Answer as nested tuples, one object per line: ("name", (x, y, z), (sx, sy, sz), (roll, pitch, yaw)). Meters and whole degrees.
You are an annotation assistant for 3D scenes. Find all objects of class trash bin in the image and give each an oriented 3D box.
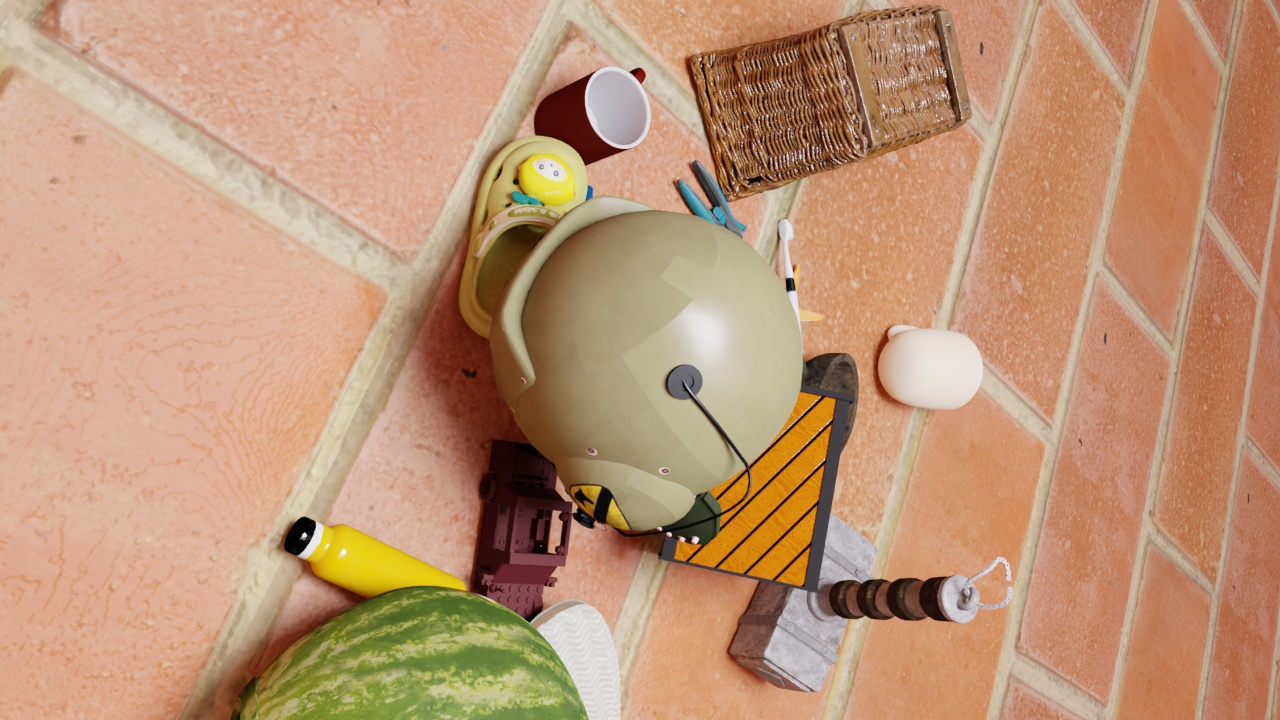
("trash bin", (0.102, 0.112, 0.856), (0.140, 0.140, 0.171), (11, 80, 4))

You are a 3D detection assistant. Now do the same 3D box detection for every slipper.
("slipper", (-0.061, 0.329, 0.811), (0.114, 0.052, 0.263), (-20, 111, -36))
("slipper", (-0.100, -0.110, 0.781), (0.091, 0.082, 0.190), (18, 78, -11))

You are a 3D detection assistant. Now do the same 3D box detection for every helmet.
("helmet", (-0.002, -0.005, 0.706), (0.233, 0.256, 0.249), (51, 57, -29))
("helmet", (-0.150, 0.281, 0.637), (0.246, 0.214, 0.243), (4, 67, -27))

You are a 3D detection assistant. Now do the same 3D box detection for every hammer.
("hammer", (0.219, 0.227, 0.868), (0.079, 0.327, 0.176), (36, 65, -12))

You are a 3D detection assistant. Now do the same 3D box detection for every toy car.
("toy car", (-0.101, 0.156, 0.784), (0.070, 0.062, 0.169), (13, 80, -37))

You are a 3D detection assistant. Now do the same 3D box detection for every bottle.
("bottle", (-0.206, 0.164, 0.714), (0.143, 0.043, 0.043), (36, 66, -31))

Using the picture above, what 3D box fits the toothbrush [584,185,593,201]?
("toothbrush", (-0.055, -0.084, 0.866), (0.014, 0.014, 0.167), (5, 83, -29))

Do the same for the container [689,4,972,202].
("container", (0.216, -0.285, 0.980), (0.249, 0.184, 0.162), (-25, 104, -36))

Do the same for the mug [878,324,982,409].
("mug", (0.343, 0.000, 1.128), (0.099, 0.096, 0.120), (5, 46, -27))

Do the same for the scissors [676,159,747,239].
("scissors", (0.084, -0.144, 0.976), (0.145, 0.019, 0.133), (-3, 91, -40))

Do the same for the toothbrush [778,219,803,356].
("toothbrush", (0.169, -0.072, 1.012), (0.017, 0.012, 0.186), (16, 62, -39))

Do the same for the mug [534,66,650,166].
("mug", (-0.036, -0.232, 0.845), (0.073, 0.083, 0.105), (48, 60, -25))

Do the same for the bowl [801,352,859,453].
("bowl", (0.194, 0.048, 1.020), (0.121, 0.056, 0.121), (-20, 115, -53))

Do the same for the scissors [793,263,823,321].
("scissors", (0.164, -0.049, 1.038), (0.125, 0.011, 0.131), (4, 86, -36))
